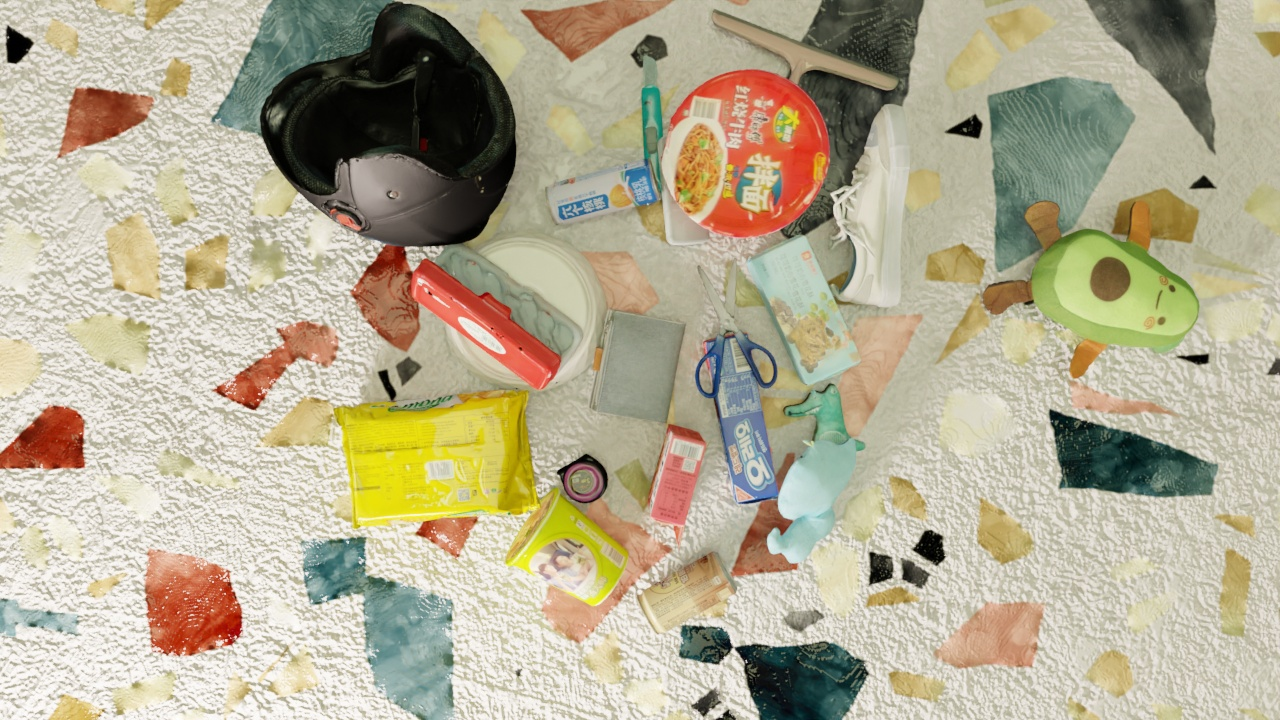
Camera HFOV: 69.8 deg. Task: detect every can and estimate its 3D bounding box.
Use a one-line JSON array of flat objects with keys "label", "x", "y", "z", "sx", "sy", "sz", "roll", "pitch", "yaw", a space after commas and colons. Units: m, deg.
[{"label": "can", "x": 0.058, "y": 0.289, "z": 1.141, "sx": 0.116, "sy": 0.058, "sz": 0.058, "roll": -29, "pitch": 91, "yaw": 1}, {"label": "can", "x": -0.046, "y": -0.205, "z": 1.123, "sx": 0.135, "sy": 0.053, "sz": 0.053, "roll": -13, "pitch": 92, "yaw": 7}]

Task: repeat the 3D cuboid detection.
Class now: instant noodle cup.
[{"label": "instant noodle cup", "x": -0.085, "y": 0.236, "z": 1.122, "sx": 0.123, "sy": 0.111, "sz": 0.111, "roll": 36, "pitch": 91, "yaw": -9}, {"label": "instant noodle cup", "x": 0.125, "y": -0.242, "z": 1.091, "sx": 0.194, "sy": 0.065, "sz": 0.194, "roll": 1, "pitch": 97, "yaw": 9}]

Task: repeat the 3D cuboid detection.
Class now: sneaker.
[{"label": "sneaker", "x": 0.273, "y": -0.186, "z": 1.116, "sx": 0.091, "sy": 0.089, "sz": 0.242, "roll": 2, "pitch": 98, "yaw": 4}]

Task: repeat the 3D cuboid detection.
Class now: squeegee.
[{"label": "squeegee", "x": 0.166, "y": -0.280, "z": 1.133, "sx": 0.247, "sy": 0.040, "sz": 0.249, "roll": 20, "pitch": 93, "yaw": -1}]

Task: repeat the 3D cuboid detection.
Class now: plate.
[{"label": "plate", "x": -0.145, "y": -0.060, "z": 1.138, "sx": 0.205, "sy": 0.045, "sz": 0.205, "roll": 0, "pitch": 92, "yaw": -1}]

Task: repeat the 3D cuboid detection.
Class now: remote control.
[{"label": "remote control", "x": 0.053, "y": -0.212, "z": 1.140, "sx": 0.055, "sy": 0.020, "sz": 0.136, "roll": -6, "pitch": 92, "yaw": -16}]

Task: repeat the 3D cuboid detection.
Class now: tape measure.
[{"label": "tape measure", "x": -0.069, "y": 0.149, "z": 1.148, "sx": 0.057, "sy": 0.039, "sz": 0.058, "roll": -33, "pitch": 87, "yaw": 1}]

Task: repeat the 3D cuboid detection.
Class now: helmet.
[{"label": "helmet", "x": -0.274, "y": -0.243, "z": 1.043, "sx": 0.275, "sy": 0.230, "sz": 0.233, "roll": 2, "pitch": 61, "yaw": 3}]

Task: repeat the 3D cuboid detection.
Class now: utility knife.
[{"label": "utility knife", "x": 0.014, "y": -0.287, "z": 1.145, "sx": 0.029, "sy": 0.013, "sz": 0.187, "roll": -3, "pitch": 92, "yaw": 0}]

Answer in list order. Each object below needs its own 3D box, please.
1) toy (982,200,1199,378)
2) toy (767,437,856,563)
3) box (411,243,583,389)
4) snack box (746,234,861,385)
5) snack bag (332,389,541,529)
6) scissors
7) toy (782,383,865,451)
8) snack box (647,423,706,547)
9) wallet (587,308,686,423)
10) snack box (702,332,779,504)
[{"label": "toy", "x": 0.559, "y": -0.088, "z": 1.112, "sx": 0.247, "sy": 0.090, "sz": 0.227, "roll": 21, "pitch": 98, "yaw": 3}, {"label": "toy", "x": 0.209, "y": 0.164, "z": 1.117, "sx": 0.161, "sy": 0.050, "sz": 0.156, "roll": -37, "pitch": 130, "yaw": -15}, {"label": "box", "x": -0.166, "y": -0.062, "z": 1.087, "sx": 0.201, "sy": 0.095, "sz": 0.098, "roll": 36, "pitch": 62, "yaw": 0}, {"label": "snack box", "x": 0.201, "y": -0.062, "z": 1.132, "sx": 0.074, "sy": 0.051, "sz": 0.175, "roll": -25, "pitch": 92, "yaw": 2}, {"label": "snack bag", "x": -0.249, "y": 0.123, "z": 1.125, "sx": 0.246, "sy": 0.068, "sz": 0.158, "roll": -6, "pitch": 91, "yaw": 5}, {"label": "scissors", "x": 0.103, "y": -0.030, "z": 1.098, "sx": 0.162, "sy": 0.012, "sz": 0.163, "roll": 41, "pitch": 88, "yaw": 2}, {"label": "toy", "x": 0.229, "y": 0.076, "z": 1.148, "sx": 0.096, "sy": 0.030, "sz": 0.092, "roll": -8, "pitch": 88, "yaw": -2}, {"label": "snack box", "x": 0.039, "y": 0.148, "z": 1.109, "sx": 0.044, "sy": 0.113, "sz": 0.127, "roll": 15, "pitch": 92, "yaw": -2}, {"label": "wallet", "x": -0.007, "y": 0.007, "z": 1.144, "sx": 0.106, "sy": 0.037, "sz": 0.130, "roll": 11, "pitch": 93, "yaw": -11}, {"label": "snack box", "x": 0.124, "y": 0.071, "z": 1.134, "sx": 0.057, "sy": 0.058, "sz": 0.207, "roll": -12, "pitch": 91, "yaw": 0}]
